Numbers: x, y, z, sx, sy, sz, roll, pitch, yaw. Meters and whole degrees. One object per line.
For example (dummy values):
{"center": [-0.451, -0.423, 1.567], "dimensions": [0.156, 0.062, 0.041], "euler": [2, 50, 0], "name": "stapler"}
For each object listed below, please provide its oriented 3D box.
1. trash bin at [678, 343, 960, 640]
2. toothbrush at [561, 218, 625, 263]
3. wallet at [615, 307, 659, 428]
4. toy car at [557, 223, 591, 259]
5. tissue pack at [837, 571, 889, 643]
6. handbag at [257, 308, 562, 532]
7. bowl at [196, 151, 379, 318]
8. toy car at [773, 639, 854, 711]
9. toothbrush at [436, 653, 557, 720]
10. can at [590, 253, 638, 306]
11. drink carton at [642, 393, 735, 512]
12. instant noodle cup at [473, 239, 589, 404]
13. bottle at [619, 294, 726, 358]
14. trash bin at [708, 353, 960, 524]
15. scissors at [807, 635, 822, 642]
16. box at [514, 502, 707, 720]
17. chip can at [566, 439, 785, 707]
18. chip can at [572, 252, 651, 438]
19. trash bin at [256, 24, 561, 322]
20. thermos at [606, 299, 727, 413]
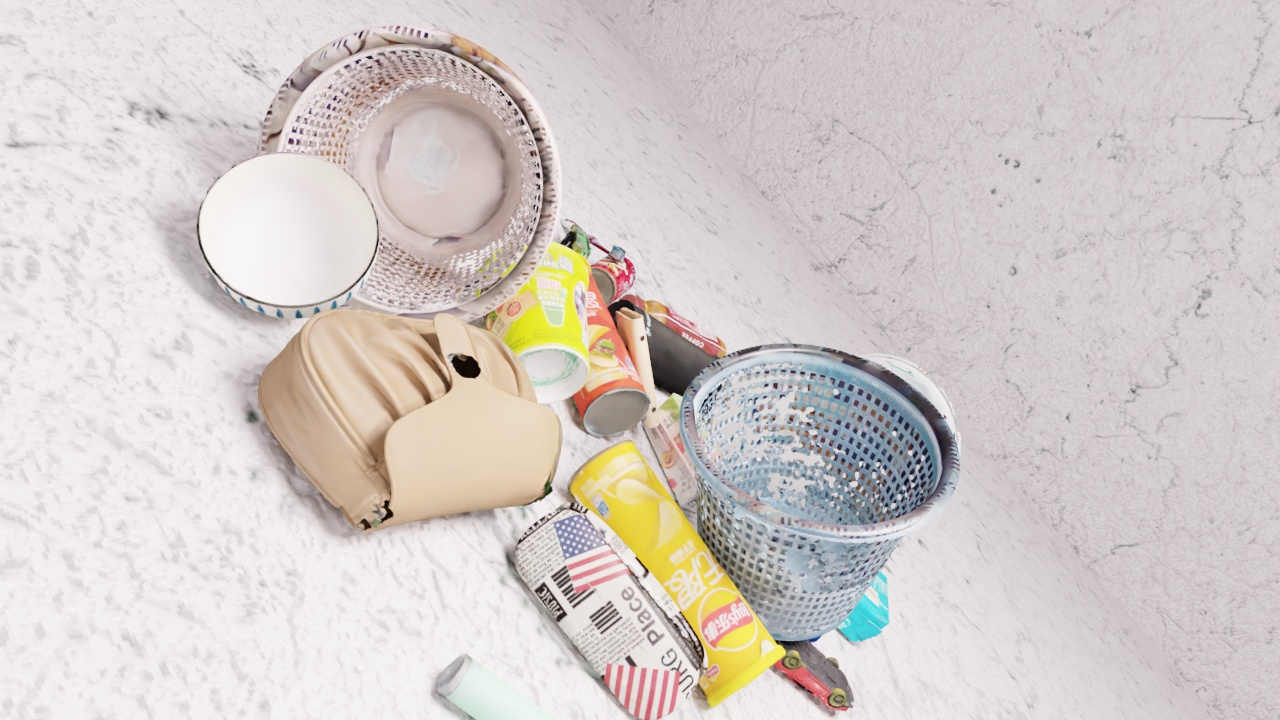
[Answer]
{"center": [0.135, 0.129, 0.797], "dimensions": [0.226, 0.195, 0.226], "euler": [4, 39, -3], "name": "trash bin"}
{"center": [-0.063, -0.161, 1.197], "dimensions": [0.016, 0.017, 0.187], "euler": [10, 17, -32], "name": "toothbrush"}
{"center": [-0.006, 0.006, 0.960], "dimensions": [0.087, 0.024, 0.115], "euler": [-136, -146, -74], "name": "wallet"}
{"center": [-0.084, -0.137, 1.152], "dimensions": [0.036, 0.043, 0.091], "euler": [39, 22, -21], "name": "toy car"}
{"center": [0.231, 0.250, 1.034], "dimensions": [0.093, 0.050, 0.133], "euler": [45, 19, 1], "name": "tissue pack"}
{"center": [-0.141, 0.034, 0.617], "dimensions": [0.204, 0.100, 0.147], "euler": [2, 50, -58], "name": "handbag"}
{"center": [-0.245, -0.080, 0.647], "dimensions": [0.116, 0.116, 0.066], "euler": [46, -24, 0], "name": "bowl"}
{"center": [0.155, 0.282, 0.842], "dimensions": [0.106, 0.031, 0.049], "euler": [40, 21, -14], "name": "toy car"}
{"center": [-0.027, 0.246, 0.546], "dimensions": [0.224, 0.027, 0.026], "euler": [41, 34, -14], "name": "toothbrush"}
{"center": [-0.041, -0.102, 1.156], "dimensions": [0.053, 0.053, 0.132], "euler": [46, 20, -2], "name": "can"}
{"center": [0.048, 0.096, 0.954], "dimensions": [0.045, 0.054, 0.122], "euler": [27, 27, -42], "name": "drink carton"}
{"center": [-0.094, -0.030, 0.843], "dimensions": [0.111, 0.112, 0.123], "euler": [30, 33, -39], "name": "instant noodle cup"}
{"center": [0.038, -0.034, 1.178], "dimensions": [0.174, 0.058, 0.057], "euler": [28, 27, -41], "name": "bottle"}
{"center": [0.224, 0.093, 1.096], "dimensions": [0.251, 0.230, 0.229], "euler": [9, 41, -51], "name": "trash bin"}
{"center": [0.133, 0.255, 0.883], "dimensions": [0.108, 0.012, 0.174], "euler": [49, 21, 8], "name": "scissors"}
{"center": [-0.025, 0.179, 0.655], "dimensions": [0.087, 0.076, 0.162], "euler": [-31, 80, -45], "name": "box"}
{"center": [0.025, 0.168, 0.742], "dimensions": [0.213, 0.072, 0.072], "euler": [53, 21, 20], "name": "chip can"}
{"center": [-0.057, -0.021, 0.942], "dimensions": [0.073, 0.073, 0.216], "euler": [28, 28, -42], "name": "chip can"}
{"center": [-0.180, -0.154, 0.776], "dimensions": [0.227, 0.227, 0.192], "euler": [42, 7, -13], "name": "trash bin"}
{"center": [0.046, 0.002, 1.113], "dimensions": [0.242, 0.069, 0.089], "euler": [31, 32, -40], "name": "thermos"}
